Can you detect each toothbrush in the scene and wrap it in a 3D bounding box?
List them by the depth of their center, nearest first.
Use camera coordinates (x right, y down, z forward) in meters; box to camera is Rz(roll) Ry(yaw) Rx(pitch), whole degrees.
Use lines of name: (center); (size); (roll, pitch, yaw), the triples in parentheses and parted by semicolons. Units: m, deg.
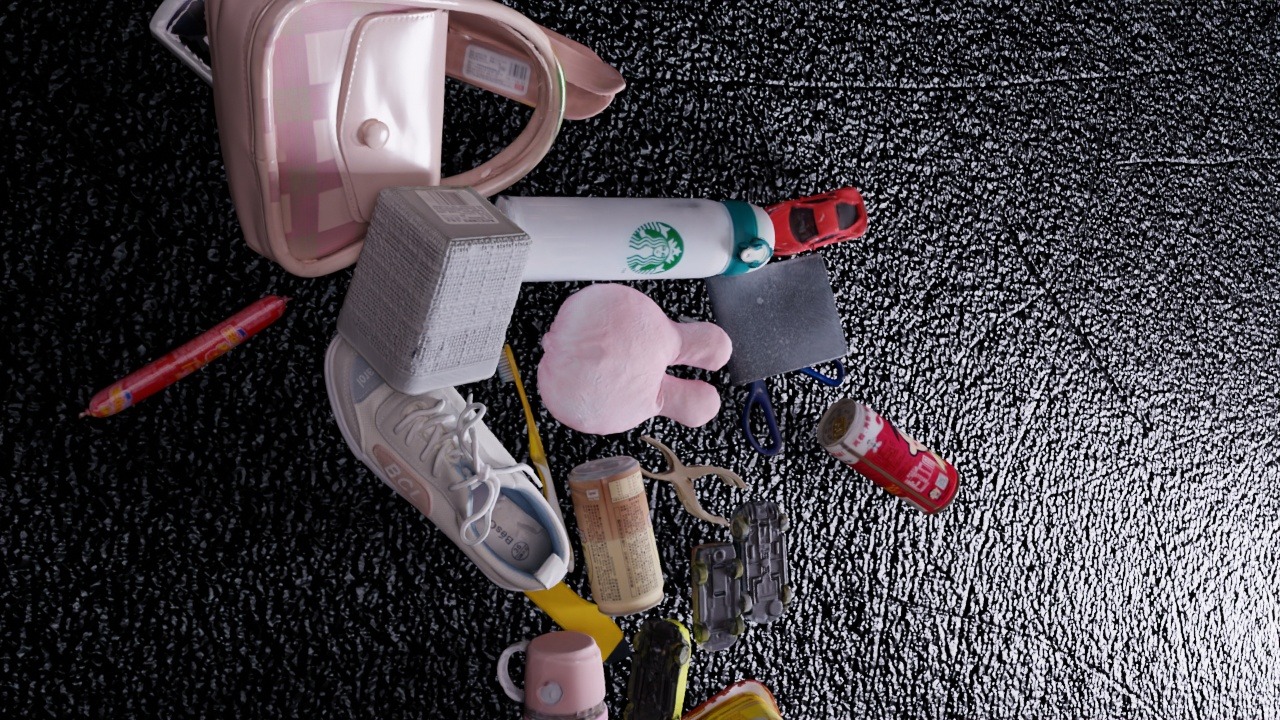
toothbrush: (-0.084, 0.080, 0.727); (0.018, 0.016, 0.191); (-17, 97, -11)

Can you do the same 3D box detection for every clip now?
clip: (0.035, 0.112, 0.767); (0.104, 0.035, 0.084); (13, 85, -18)

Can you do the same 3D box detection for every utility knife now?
utility knife: (-0.064, 0.192, 0.737); (0.154, 0.015, 0.033); (47, 68, -15)

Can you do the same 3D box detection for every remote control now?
remote control: (-0.265, -0.199, 0.645); (0.150, 0.021, 0.058); (42, 76, -18)

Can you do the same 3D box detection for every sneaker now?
sneaker: (-0.138, 0.073, 0.658); (0.089, 0.091, 0.242); (-41, 98, -18)

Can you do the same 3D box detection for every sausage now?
sausage: (-0.309, -0.003, 0.631); (0.155, 0.020, 0.020); (-35, 103, -18)

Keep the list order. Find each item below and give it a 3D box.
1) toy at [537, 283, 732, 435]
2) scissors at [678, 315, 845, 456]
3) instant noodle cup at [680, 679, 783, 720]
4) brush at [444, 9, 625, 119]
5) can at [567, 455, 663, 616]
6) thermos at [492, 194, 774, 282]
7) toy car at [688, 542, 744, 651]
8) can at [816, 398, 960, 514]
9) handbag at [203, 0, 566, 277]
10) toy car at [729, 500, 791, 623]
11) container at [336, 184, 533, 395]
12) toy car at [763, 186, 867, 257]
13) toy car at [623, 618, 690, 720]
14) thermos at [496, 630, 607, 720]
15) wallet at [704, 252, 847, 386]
toy: (-0.004, 0.004, 0.737); (0.159, 0.054, 0.121); (12, 93, -22)
scissors: (0.110, 0.003, 0.808); (0.175, 0.012, 0.162); (5, 88, -20)
instant noodle cup: (0.092, 0.342, 0.745); (0.116, 0.124, 0.116); (-26, 100, -20)
brush: (-0.085, -0.225, 0.692); (0.145, 0.073, 0.063); (16, 84, -24)
can: (-0.019, 0.138, 0.731); (0.058, 0.059, 0.116); (-13, 96, -22)
thermos: (-0.001, -0.095, 0.727); (0.224, 0.073, 0.073); (-3, 92, -22)
toy car: (0.062, 0.200, 0.778); (0.042, 0.035, 0.090); (-4, 93, -21)
can: (0.225, 0.087, 0.834); (0.132, 0.053, 0.053); (32, 79, -20)
handbag: (-0.157, -0.167, 0.616); (0.233, 0.093, 0.194); (-16, 137, -32)
toy car: (0.102, 0.174, 0.796); (0.049, 0.031, 0.105); (-4, 91, -22)
container: (-0.138, -0.053, 0.625); (0.090, 0.090, 0.114); (-16, 138, -49)
toy car: (0.154, -0.123, 0.815); (0.106, 0.031, 0.049); (-15, 95, -19)
toy car: (0.017, 0.266, 0.757); (0.032, 0.048, 0.105); (14, 84, -55)
thermos: (-0.066, 0.314, 0.713); (0.087, 0.067, 0.198); (-2, 95, 17)
wallet: (0.120, -0.037, 0.799); (0.120, 0.019, 0.097); (-14, 90, -23)
